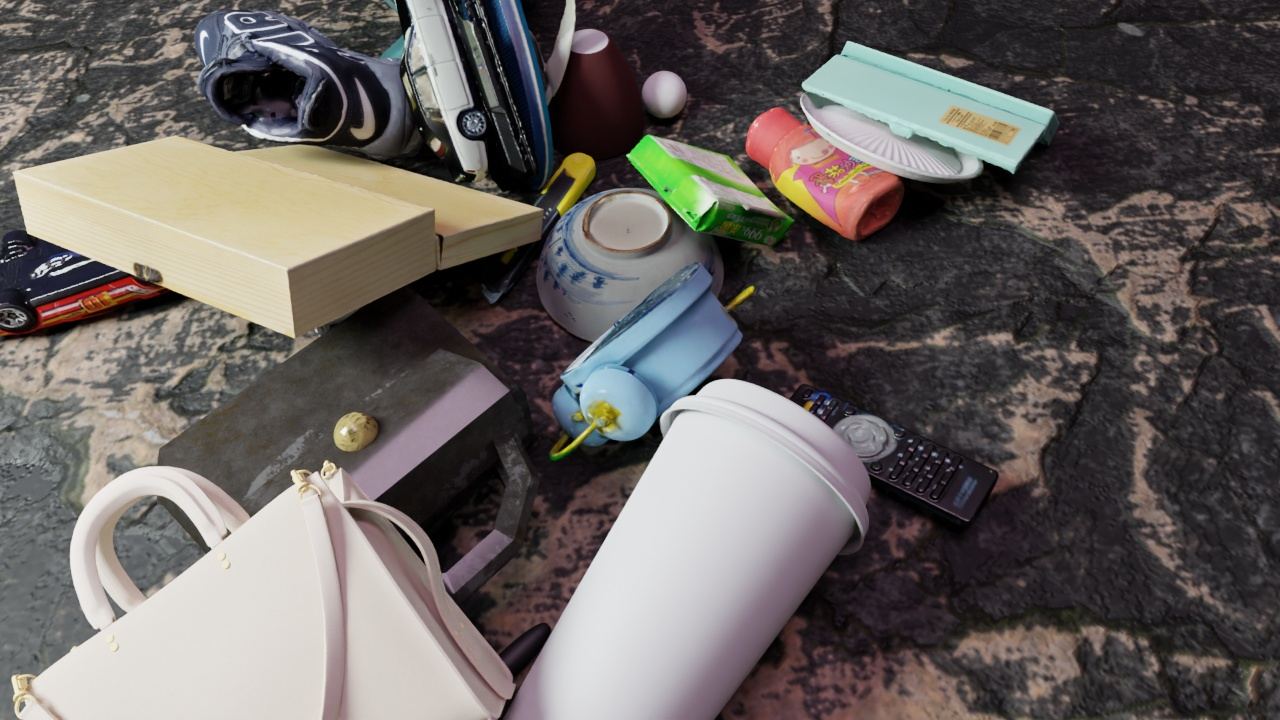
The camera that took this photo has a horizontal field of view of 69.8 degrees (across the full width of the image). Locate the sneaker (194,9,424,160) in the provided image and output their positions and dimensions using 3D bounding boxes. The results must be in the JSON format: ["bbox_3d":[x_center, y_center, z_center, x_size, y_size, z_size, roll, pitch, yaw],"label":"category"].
[{"bbox_3d":[-0.309,-0.228,0.747,0.253,0.097,0.150,24,20,23],"label":"sneaker"}]

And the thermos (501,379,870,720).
[{"bbox_3d":[0.020,0.129,0.489,0.131,0.132,0.221,28,66,22],"label":"thermos"}]

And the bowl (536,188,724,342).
[{"bbox_3d":[-0.009,-0.085,0.689,0.151,0.057,0.150,-2,53,2],"label":"bowl"}]

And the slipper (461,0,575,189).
[{"bbox_3d":[-0.103,-0.288,0.748,0.060,0.295,0.118,-15,12,-29],"label":"slipper"}]

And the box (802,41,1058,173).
[{"bbox_3d":[0.243,-0.215,0.760,0.187,0.052,0.138,28,30,22],"label":"box"}]

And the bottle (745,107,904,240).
[{"bbox_3d":[0.143,-0.154,0.738,0.071,0.049,0.134,-31,57,-24],"label":"bottle"}]

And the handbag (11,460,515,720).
[{"bbox_3d":[-0.191,0.135,0.439,0.194,0.101,0.198,-37,88,-4],"label":"handbag"}]

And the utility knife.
[{"bbox_3d":[-0.083,-0.107,0.736,0.029,0.020,0.172,17,56,18],"label":"utility knife"}]

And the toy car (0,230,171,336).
[{"bbox_3d":[-0.418,-0.073,0.704,0.189,0.056,0.081,-17,52,-3],"label":"toy car"}]

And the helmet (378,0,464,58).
[{"bbox_3d":[-0.201,-0.386,0.848,0.200,0.177,0.273,45,48,-16],"label":"helmet"}]

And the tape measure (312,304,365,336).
[{"bbox_3d":[-0.238,-0.053,0.700,0.062,0.020,0.060,-37,59,-24],"label":"tape measure"}]

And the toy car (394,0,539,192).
[{"bbox_3d":[-0.148,-0.221,0.712,0.071,0.094,0.192,-19,98,-21],"label":"toy car"}]

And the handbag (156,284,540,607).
[{"bbox_3d":[-0.156,0.069,0.549,0.199,0.102,0.196,35,62,26],"label":"handbag"}]

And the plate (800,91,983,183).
[{"bbox_3d":[0.202,-0.181,0.744,0.157,0.014,0.156,13,34,-9],"label":"plate"}]

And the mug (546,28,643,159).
[{"bbox_3d":[-0.039,-0.245,0.793,0.087,0.088,0.113,7,53,9],"label":"mug"}]

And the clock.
[{"bbox_3d":[-0.003,0.003,0.587,0.161,0.118,0.060,-42,96,-17],"label":"clock"}]

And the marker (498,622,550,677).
[{"bbox_3d":[-0.099,0.194,0.506,0.133,0.015,0.018,-40,88,-24],"label":"marker"}]

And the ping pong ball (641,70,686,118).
[{"bbox_3d":[0.021,-0.236,0.813,0.040,0.040,0.040,-2,52,2],"label":"ping pong ball"}]

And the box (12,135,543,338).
[{"bbox_3d":[-0.240,-0.105,0.648,0.247,0.068,0.252,19,22,22],"label":"box"}]

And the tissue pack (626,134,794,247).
[{"bbox_3d":[0.057,-0.129,0.704,0.113,0.034,0.099,4,38,-46],"label":"tissue pack"}]

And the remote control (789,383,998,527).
[{"bbox_3d":[0.154,0.060,0.592,0.140,0.021,0.045,27,57,27],"label":"remote control"}]
